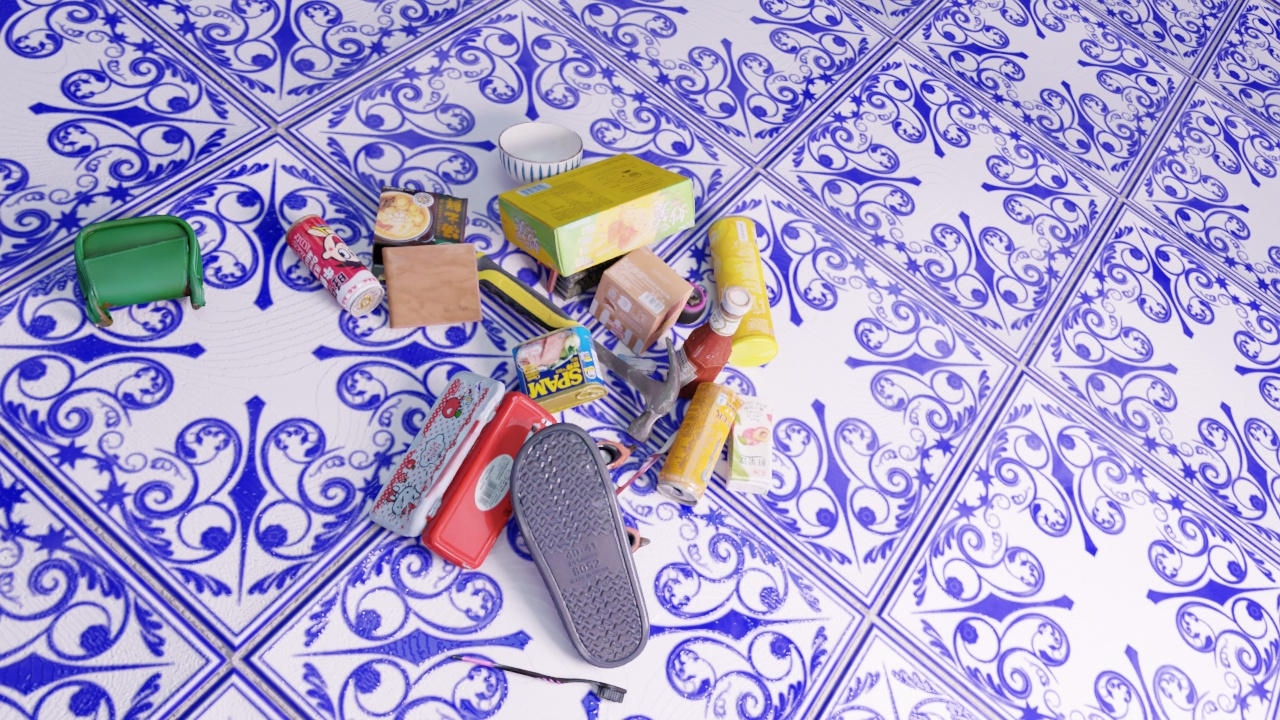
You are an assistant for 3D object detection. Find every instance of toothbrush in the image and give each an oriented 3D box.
[{"bbox_3d":[0.012,0.118,1.114,0.017,0.016,0.187,41,49,13],"label":"toothbrush"},{"bbox_3d":[-0.106,0.333,0.962,0.189,0.014,0.017,14,69,-7],"label":"toothbrush"}]

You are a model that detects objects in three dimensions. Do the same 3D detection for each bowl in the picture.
[{"bbox_3d":[-0.140,-0.277,1.281,0.116,0.066,0.116,4,42,-4],"label":"bowl"}]

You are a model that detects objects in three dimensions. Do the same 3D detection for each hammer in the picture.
[{"bbox_3d":[-0.088,-0.039,1.157,0.323,0.032,0.126,36,94,12],"label":"hammer"}]

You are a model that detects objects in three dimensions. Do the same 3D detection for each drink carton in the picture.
[{"bbox_3d":[0.137,0.106,1.153,0.053,0.046,0.122,7,56,-2],"label":"drink carton"}]

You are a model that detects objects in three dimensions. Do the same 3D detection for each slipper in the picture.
[{"bbox_3d":[-0.068,0.201,1.009,0.110,0.083,0.268,-19,88,-6],"label":"slipper"}]

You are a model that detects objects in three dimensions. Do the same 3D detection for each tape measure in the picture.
[{"bbox_3d":[0.061,-0.080,1.247,0.057,0.039,0.058,-28,71,-29],"label":"tape measure"}]

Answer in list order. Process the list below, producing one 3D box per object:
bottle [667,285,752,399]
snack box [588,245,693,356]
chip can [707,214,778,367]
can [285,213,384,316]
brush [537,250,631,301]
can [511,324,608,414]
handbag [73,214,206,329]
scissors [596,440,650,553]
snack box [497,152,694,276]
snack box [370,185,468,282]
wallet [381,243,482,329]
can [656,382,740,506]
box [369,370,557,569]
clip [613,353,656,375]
[{"bbox_3d":[0.086,-0.021,1.118,0.059,0.207,0.059,7,59,-12],"label":"bottle"},{"bbox_3d":[0.000,-0.079,1.194,0.093,0.095,0.076,42,56,10],"label":"snack box"},{"bbox_3d":[0.138,-0.098,1.263,0.072,0.072,0.213,3,59,-15],"label":"chip can"},{"bbox_3d":[-0.375,-0.117,1.128,0.053,0.053,0.133,-36,75,-31],"label":"can"},{"bbox_3d":[-0.066,-0.143,1.234,0.145,0.063,0.069,-32,71,-31],"label":"brush"},{"bbox_3d":[-0.099,0.013,1.106,0.102,0.057,0.083,-19,72,10],"label":"can"},{"bbox_3d":[-0.575,-0.102,1.056,0.131,0.068,0.120,-11,71,-24],"label":"handbag"},{"bbox_3d":[-0.086,0.158,1.074,0.225,0.015,0.189,-21,68,-25],"label":"scissors"},{"bbox_3d":[-0.057,-0.196,1.199,0.209,0.070,0.158,-24,36,-26],"label":"snack box"},{"bbox_3d":[-0.285,-0.159,1.188,0.113,0.053,0.125,6,53,-14],"label":"snack box"},{"bbox_3d":[-0.258,-0.094,1.141,0.115,0.020,0.101,-7,91,-16],"label":"wallet"},{"bbox_3d":[0.071,0.100,1.117,0.058,0.058,0.145,25,67,-1],"label":"can"},{"bbox_3d":[-0.194,0.115,1.019,0.154,0.074,0.200,27,68,3],"label":"box"},{"bbox_3d":[-0.006,0.007,1.187,0.058,0.044,0.026,7,55,-22],"label":"clip"}]
